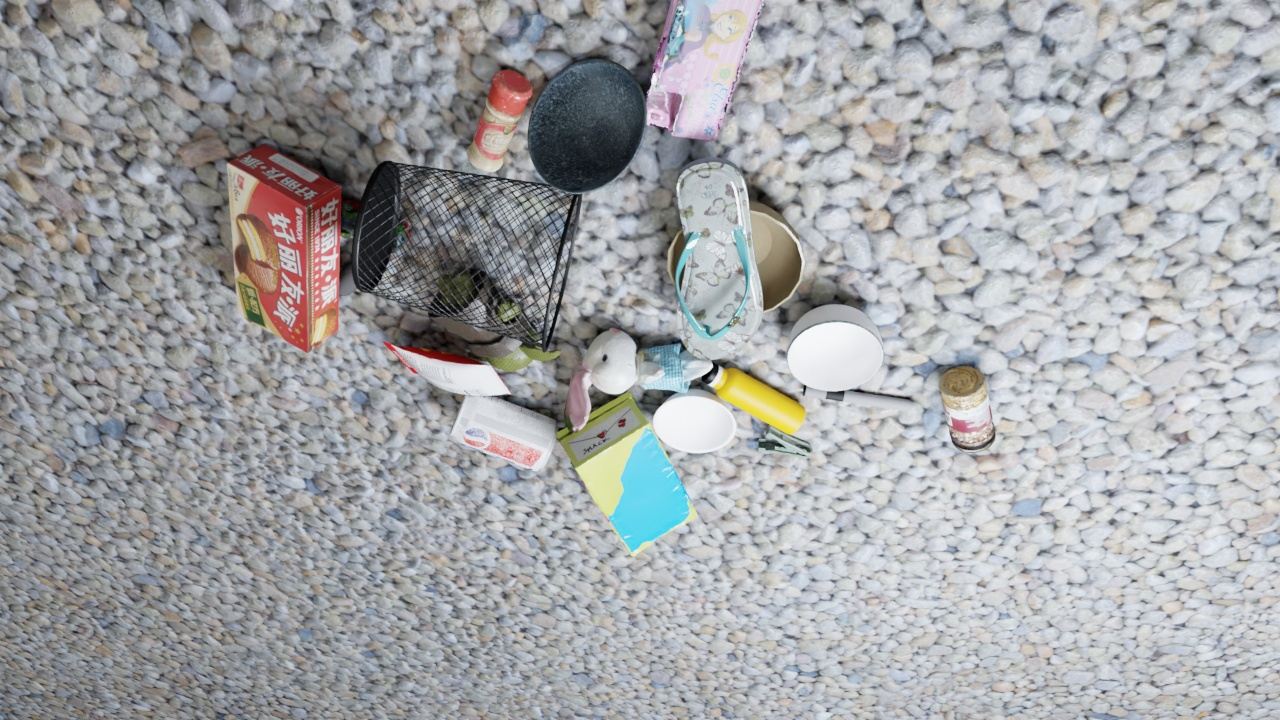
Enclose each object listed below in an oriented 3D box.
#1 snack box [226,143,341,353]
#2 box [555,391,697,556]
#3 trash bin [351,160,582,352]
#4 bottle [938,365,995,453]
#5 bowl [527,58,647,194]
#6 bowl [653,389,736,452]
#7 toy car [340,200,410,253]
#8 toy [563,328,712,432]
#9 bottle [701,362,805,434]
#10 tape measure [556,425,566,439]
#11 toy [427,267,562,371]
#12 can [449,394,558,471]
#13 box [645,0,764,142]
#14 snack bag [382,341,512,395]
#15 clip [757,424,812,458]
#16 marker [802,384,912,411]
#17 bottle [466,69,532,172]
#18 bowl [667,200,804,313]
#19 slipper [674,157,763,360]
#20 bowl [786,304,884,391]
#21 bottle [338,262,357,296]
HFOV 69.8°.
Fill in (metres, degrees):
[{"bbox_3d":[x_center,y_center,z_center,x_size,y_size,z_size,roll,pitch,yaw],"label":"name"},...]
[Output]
[{"bbox_3d":[-0.421,-0.127,1.092,0.113,0.060,0.237,29,135,9],"label":"snack box"},{"bbox_3d":[-0.015,0.163,1.277,0.124,0.080,0.221,-32,132,-4],"label":"box"},{"bbox_3d":[-0.185,-0.122,0.993,0.210,0.183,0.184,13,134,-2],"label":"trash bin"},{"bbox_3d":[0.413,0.062,1.158,0.056,0.056,0.105,-11,130,19],"label":"bottle"},{"bbox_3d":[-0.043,-0.232,0.939,0.137,0.137,0.057,-18,168,24],"label":"bowl"},{"bbox_3d":[0.074,0.073,1.235,0.110,0.040,0.110,5,134,5],"label":"bowl"},{"bbox_3d":[-0.316,-0.159,1.080,0.091,0.036,0.042,20,133,-8],"label":"toy car"},{"bbox_3d":[-0.007,0.007,1.155,0.205,0.131,0.106,-14,110,6],"label":"toy"},{"bbox_3d":[0.146,0.047,1.196,0.143,0.043,0.043,28,131,-17],"label":"bottle"},{"bbox_3d":[-0.075,0.109,1.296,0.064,0.037,0.065,-24,128,29],"label":"tape measure"},{"bbox_3d":[-0.188,-0.049,1.135,0.180,0.078,0.153,0,143,44],"label":"toy"},{"bbox_3d":[-0.189,0.097,1.276,0.136,0.078,0.078,22,133,-11],"label":"can"},{"bbox_3d":[0.065,-0.312,0.860,0.084,0.053,0.231,15,134,-5],"label":"box"},{"bbox_3d":[-0.250,0.015,1.201,0.144,0.039,0.131,12,163,8],"label":"snack bag"},{"bbox_3d":[0.203,0.117,1.270,0.076,0.023,0.059,17,135,-4],"label":"clip"},{"bbox_3d":[0.283,0.049,1.195,0.140,0.016,0.016,8,134,1],"label":"marker"},{"bbox_3d":[-0.149,-0.250,0.963,0.044,0.044,0.109,23,134,-12],"label":"bottle"},{"bbox_3d":[0.108,-0.122,1.036,0.152,0.050,0.153,5,134,5],"label":"bowl"},{"bbox_3d":[0.086,-0.092,0.997,0.098,0.054,0.269,1,132,5],"label":"slipper"},{"bbox_3d":[0.232,-0.023,1.102,0.113,0.063,0.114,5,133,5],"label":"bowl"},{"bbox_3d":[-0.364,-0.101,1.148,0.113,0.030,0.030,-28,123,31],"label":"bottle"}]
